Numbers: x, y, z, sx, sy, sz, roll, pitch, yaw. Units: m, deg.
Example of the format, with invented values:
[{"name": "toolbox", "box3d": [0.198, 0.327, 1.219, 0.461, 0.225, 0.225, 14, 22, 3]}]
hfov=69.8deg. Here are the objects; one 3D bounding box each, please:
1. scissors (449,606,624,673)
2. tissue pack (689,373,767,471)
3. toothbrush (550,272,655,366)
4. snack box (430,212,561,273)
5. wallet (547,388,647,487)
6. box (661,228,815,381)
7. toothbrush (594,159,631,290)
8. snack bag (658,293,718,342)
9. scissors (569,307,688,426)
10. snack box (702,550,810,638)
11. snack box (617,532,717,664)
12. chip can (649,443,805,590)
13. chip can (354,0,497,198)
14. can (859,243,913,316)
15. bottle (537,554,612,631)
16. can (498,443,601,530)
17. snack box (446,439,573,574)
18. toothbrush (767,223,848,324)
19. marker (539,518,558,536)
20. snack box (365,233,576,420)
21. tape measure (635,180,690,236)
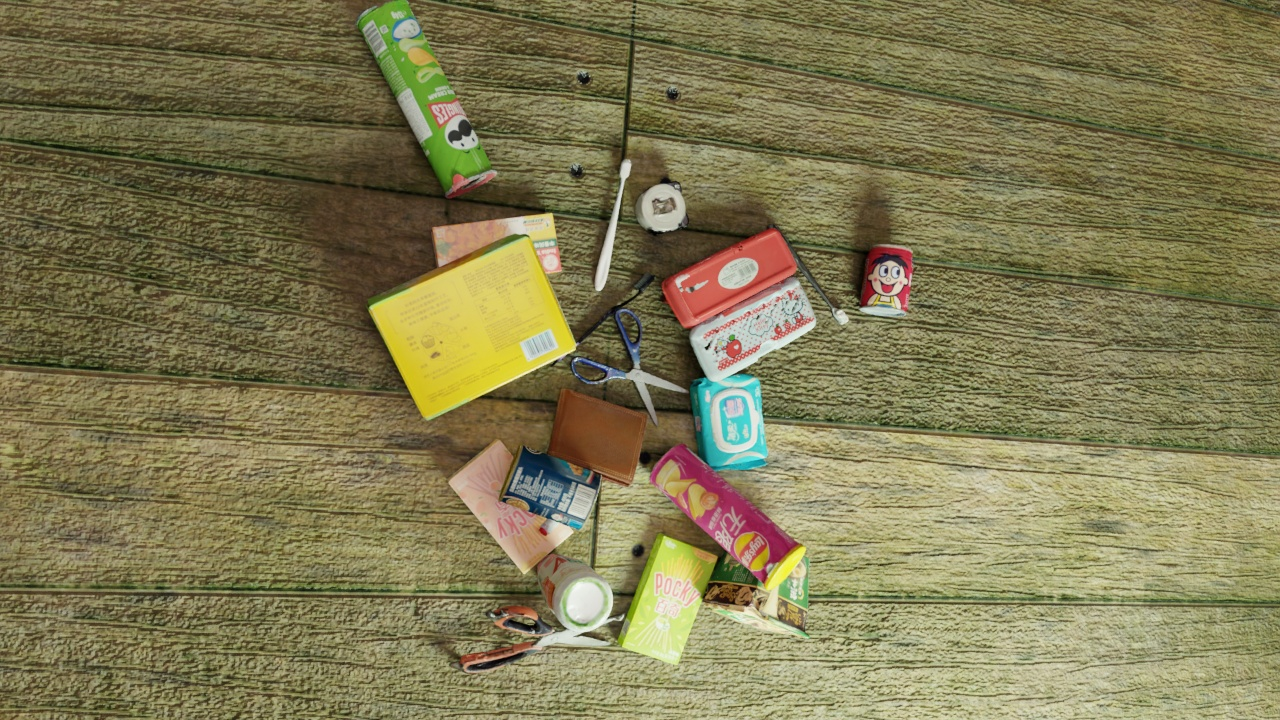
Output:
[{"name": "scissors", "box3d": [-0.130, 0.351, 1.153, 0.189, 0.015, 0.225, -38, 136, 19]}, {"name": "tissue pack", "box3d": [0.121, 0.085, 1.248, 0.093, 0.050, 0.133, -8, 92, -17]}, {"name": "toothbrush", "box3d": [-0.051, -0.055, 1.219, 0.188, 0.014, 0.017, -42, 93, -12]}, {"name": "snack box", "box3d": [-0.184, -0.141, 1.174, 0.155, 0.027, 0.077, -10, 94, -16]}, {"name": "wallet", "box3d": [-0.056, 0.099, 1.194, 0.124, 0.032, 0.101, 19, 64, -14]}, {"name": "box", "box3d": [0.140, -0.078, 1.242, 0.200, 0.039, 0.158, -28, 89, -25]}, {"name": "toothbrush", "box3d": [-0.038, -0.181, 1.225, 0.016, 0.016, 0.180, 13, 88, -14]}, {"name": "snack bag", "box3d": [0.076, -0.067, 1.249, 0.104, 0.026, 0.048, 39, 78, -13]}, {"name": "scissors", "box3d": [-0.015, 0.011, 1.224, 0.174, 0.012, 0.162, -2, 96, -17]}, {"name": "snack box", "box3d": [0.164, 0.298, 1.225, 0.117, 0.118, 0.105, 30, 68, -29]}, {"name": "snack box", "box3d": [0.037, 0.320, 1.233, 0.085, 0.026, 0.156, 24, 82, -15]}, {"name": "chip can", "box3d": [0.108, 0.197, 1.175, 0.071, 0.071, 0.210, -44, 63, -13]}, {"name": "chip can", "box3d": [-0.263, -0.321, 1.130, 0.072, 0.072, 0.236, -29, 97, -15]}, {"name": "can", "box3d": [0.352, -0.114, 1.310, 0.066, 0.066, 0.093, 10, 86, -16]}, {"name": "bottle", "box3d": [-0.088, 0.271, 1.108, 0.068, 0.197, 0.068, 1, 88, -16]}, {"name": "can", "box3d": [-0.110, 0.157, 1.131, 0.111, 0.075, 0.075, 22, 83, -8]}, {"name": "snack box", "box3d": [-0.166, 0.186, 1.175, 0.084, 0.026, 0.157, -40, 99, -14]}, {"name": "toothbrush", "box3d": [0.238, -0.122, 1.304, 0.015, 0.018, 0.181, -41, 99, -10]}, {"name": "marker", "box3d": [-0.078, 0.171, 1.188, 0.017, 0.017, 0.145, 50, 63, -10]}, {"name": "snack box", "box3d": [-0.206, -0.045, 1.126, 0.210, 0.070, 0.158, -26, 107, -11]}, {"name": "tape measure", "box3d": [0.028, -0.203, 1.234, 0.066, 0.034, 0.066, -17, 92, -16]}]
